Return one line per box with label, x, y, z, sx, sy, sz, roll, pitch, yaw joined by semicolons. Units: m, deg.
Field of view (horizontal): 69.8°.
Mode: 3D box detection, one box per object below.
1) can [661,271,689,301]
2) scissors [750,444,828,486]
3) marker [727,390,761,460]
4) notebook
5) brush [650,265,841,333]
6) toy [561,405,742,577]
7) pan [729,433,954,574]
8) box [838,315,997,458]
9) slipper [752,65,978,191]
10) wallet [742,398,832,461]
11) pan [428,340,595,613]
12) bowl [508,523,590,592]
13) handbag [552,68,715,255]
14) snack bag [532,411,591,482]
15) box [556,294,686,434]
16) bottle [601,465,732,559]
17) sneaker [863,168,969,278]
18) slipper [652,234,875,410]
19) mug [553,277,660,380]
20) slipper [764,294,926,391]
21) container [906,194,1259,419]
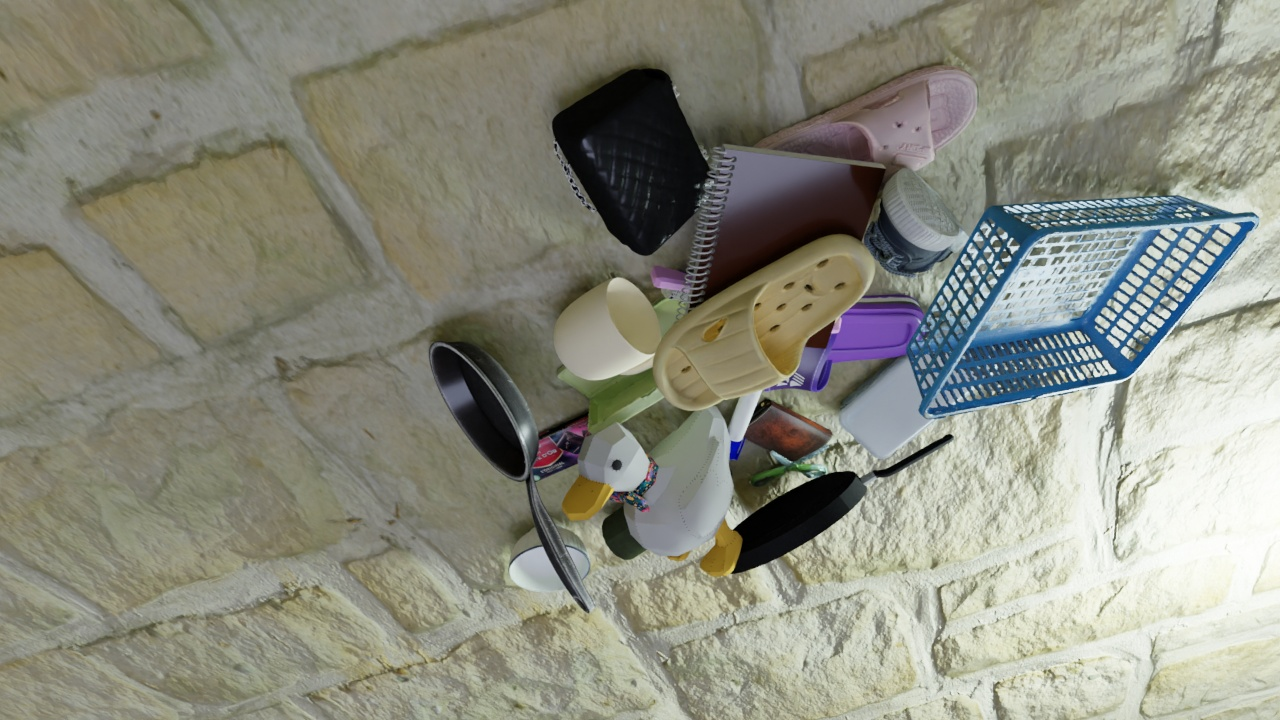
can;0.072;-0.079;1.045;0.095;0.032;0.032;10;131;-18
scissors;0.216;0.144;1.267;0.159;0.024;0.172;10;154;-24
marker;0.134;0.072;1.194;0.027;0.023;0.133;19;122;3
notebook;0.135;-0.109;0.932;0.171;0.022;0.210;5;124;-10
brush;0.124;-0.084;1.011;0.228;0.089;0.043;10;127;-18
toy;0.030;0.154;1.136;0.141;0.246;0.267;11;143;47
pan;0.257;0.182;1.236;0.357;0.225;0.034;-32;88;8
box;0.353;0.038;1.175;0.122;0.083;0.216;21;127;-31
slipper;0.225;-0.212;0.922;0.239;0.064;0.094;-19;134;11
wallet;0.195;0.098;1.246;0.123;0.019;0.072;27;124;-31
pan;-0.137;0.128;1.055;0.055;0.357;0.188;-34;-176;-27
bowl;-0.134;0.279;1.336;0.118;0.062;0.118;-5;134;-6
handbag;-0.007;-0.202;0.895;0.125;0.114;0.154;-38;129;-5
snack bag;-0.099;0.112;1.214;0.155;0.018;0.074;-25;134;17
box;-0.002;0.013;1.091;0.188;0.083;0.091;-36;134;23
bottle;0.040;0.203;1.286;0.207;0.071;0.071;-37;129;24
sneaker;0.274;-0.131;0.943;0.088;0.089;0.235;-37;164;24
slipper;0.124;-0.028;0.928;0.262;0.079;0.111;-36;119;15
mug;-0.037;-0.022;1.036;0.100;0.096;0.120;-28;127;31
slipper;0.218;-0.011;1.099;0.266;0.084;0.107;-6;134;-4
container;0.474;-0.073;1.025;0.361;0.089;0.258;-7;137;-26
